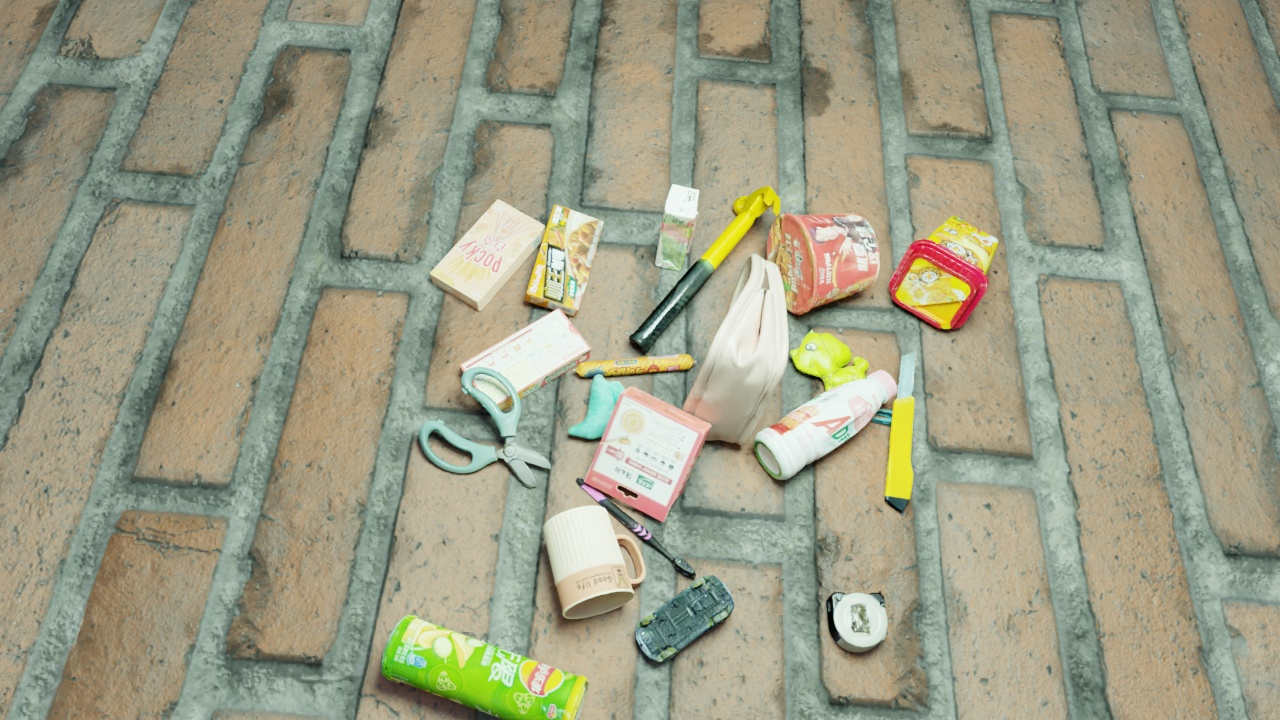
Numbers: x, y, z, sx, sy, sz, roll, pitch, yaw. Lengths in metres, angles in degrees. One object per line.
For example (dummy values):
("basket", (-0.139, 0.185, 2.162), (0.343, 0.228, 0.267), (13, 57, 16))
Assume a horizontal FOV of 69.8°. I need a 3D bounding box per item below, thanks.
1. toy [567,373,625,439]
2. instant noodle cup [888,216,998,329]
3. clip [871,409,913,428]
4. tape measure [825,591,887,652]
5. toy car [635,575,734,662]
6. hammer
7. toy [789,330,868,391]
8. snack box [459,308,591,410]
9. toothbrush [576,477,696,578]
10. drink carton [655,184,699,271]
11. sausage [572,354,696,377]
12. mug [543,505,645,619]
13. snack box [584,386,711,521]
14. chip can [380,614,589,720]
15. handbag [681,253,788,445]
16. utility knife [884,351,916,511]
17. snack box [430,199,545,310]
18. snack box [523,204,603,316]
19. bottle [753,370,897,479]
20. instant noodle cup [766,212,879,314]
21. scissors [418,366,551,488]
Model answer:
("toy", (-0.041, 0.061, 1.175), (0.096, 0.030, 0.091), (7, 63, -6))
("instant noodle cup", (0.424, -0.127, 1.263), (0.116, 0.116, 0.123), (33, 53, 14))
("clip", (0.329, 0.076, 1.196), (0.057, 0.014, 0.047), (9, 63, 2))
("tape measure", (0.251, 0.301, 1.059), (0.066, 0.034, 0.066), (-2, 61, -2))
("toy car", (0.051, 0.296, 1.050), (0.120, 0.037, 0.054), (-33, 69, -8))
("hammer", (0.089, -0.129, 1.256), (0.033, 0.129, 0.300), (44, 75, -14))
("toy", (0.253, 0.003, 1.222), (0.096, 0.031, 0.100), (-15, 68, -11))
("snack box", (-0.150, 0.000, 1.202), (0.155, 0.027, 0.077), (-31, 68, -18))
("toothbrush", (-0.007, 0.200, 1.109), (0.189, 0.018, 0.014), (37, 67, 17))
("drink carton", (0.051, -0.180, 1.257), (0.045, 0.123, 0.053), (12, 59, 1))
("sausage", (-0.007, 0.007, 1.210), (0.165, 0.021, 0.021), (-5, 62, -5))
("mug", (-0.049, 0.231, 1.060), (0.114, 0.082, 0.105), (1, 56, -34))
("snack box", (0.009, 0.113, 1.119), (0.113, 0.044, 0.127), (26, 107, 10))
("chip can", (-0.169, 0.342, 0.991), (0.221, 0.073, 0.072), (17, 62, 7))
("handbag", (0.126, -0.031, 1.153), (0.093, 0.194, 0.233), (17, 53, -2))
("utility knife", (0.337, 0.088, 1.175), (0.033, 0.015, 0.215), (10, 71, 2))
("snack box", (-0.211, -0.149, 1.280), (0.084, 0.026, 0.157), (30, 64, 13))
("snack box", (-0.105, -0.139, 1.271), (0.075, 0.026, 0.153), (18, 63, -9))
("bottle", (0.238, 0.076, 1.159), (0.196, 0.068, 0.068), (-30, 67, -17))
("instant noodle cup", (0.251, -0.139, 1.246), (0.108, 0.138, 0.137), (-11, 63, -16))
("scissors", (-0.198, 0.104, 1.139), (0.171, 0.019, 0.177), (-32, 83, -5))
